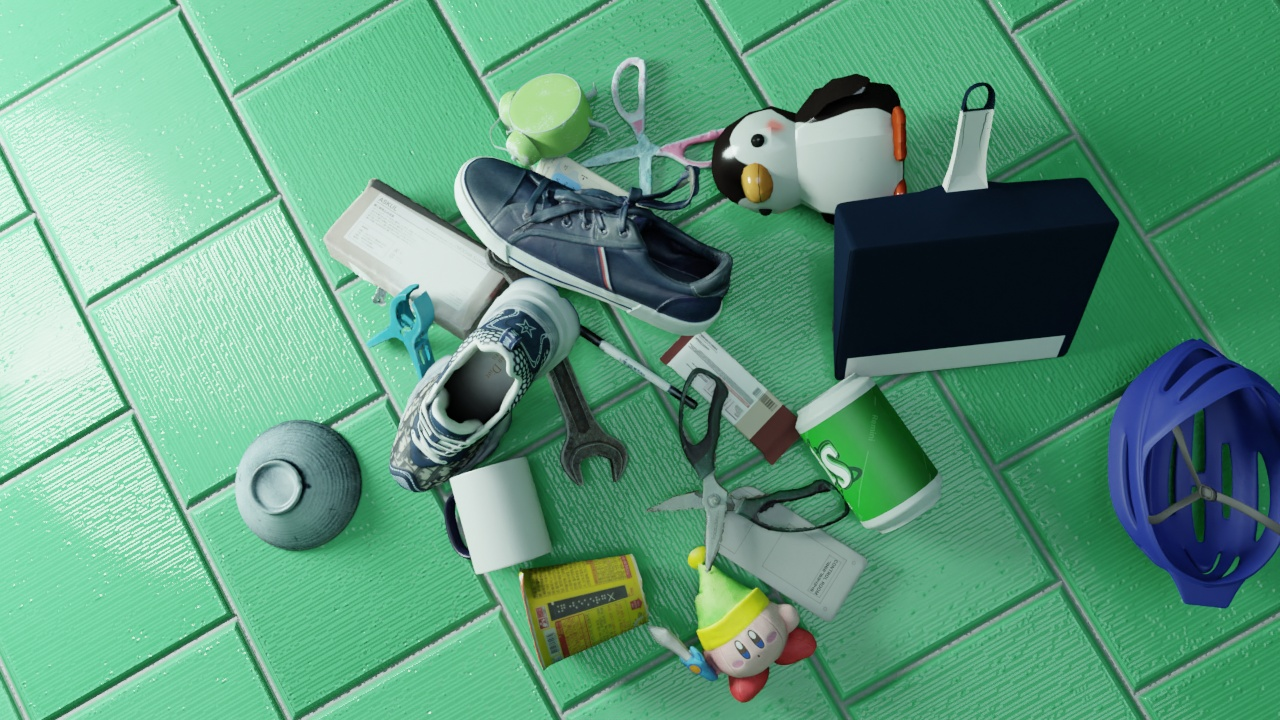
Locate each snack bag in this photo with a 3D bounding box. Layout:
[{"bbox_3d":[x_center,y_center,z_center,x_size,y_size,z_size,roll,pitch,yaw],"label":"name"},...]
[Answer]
[{"bbox_3d":[0.095,0.033,0.934,0.158,0.013,0.057,43,88,6],"label":"snack bag"}]

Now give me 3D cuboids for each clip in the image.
[{"bbox_3d":[-0.238,-0.036,0.920,0.097,0.116,0.026,33,49,5],"label":"clip"}]

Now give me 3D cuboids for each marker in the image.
[{"bbox_3d":[-0.006,0.006,0.945,0.152,0.011,0.011,33,88,6],"label":"marker"}]

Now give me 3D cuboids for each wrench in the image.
[{"bbox_3d":[-0.086,0.001,0.924,0.070,0.010,0.273,-23,91,-24],"label":"wrench"}]

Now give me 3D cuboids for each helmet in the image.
[{"bbox_3d":[0.515,0.096,0.791,0.148,0.228,0.241,7,86,-5],"label":"helmet"}]

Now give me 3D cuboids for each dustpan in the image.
[{"bbox_3d":[0.298,-0.113,0.846,0.236,0.274,0.080,-6,47,0],"label":"dustpan"}]

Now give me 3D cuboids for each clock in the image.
[{"bbox_3d":[-0.099,-0.250,0.946,0.119,0.042,0.094,-21,58,6],"label":"clock"}]

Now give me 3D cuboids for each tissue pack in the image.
[{"bbox_3d":[-0.229,-0.097,0.950,0.181,0.071,0.103,32,72,3],"label":"tissue pack"}]

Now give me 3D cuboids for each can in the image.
[{"bbox_3d":[0.219,0.088,0.883,0.088,0.088,0.140,-34,83,0],"label":"can"}]

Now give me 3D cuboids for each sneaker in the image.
[{"bbox_3d":[-0.170,0.044,0.859,0.103,0.132,0.270,42,116,-3],"label":"sneaker"},{"bbox_3d":[-0.039,-0.139,0.887,0.294,0.127,0.120,26,54,1],"label":"sneaker"}]

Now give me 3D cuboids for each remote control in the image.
[{"bbox_3d":[-0.051,-0.176,0.958,0.125,0.018,0.038,31,100,6],"label":"remote control"},{"bbox_3d":[0.143,0.189,0.914,0.151,0.019,0.074,32,88,5],"label":"remote control"}]

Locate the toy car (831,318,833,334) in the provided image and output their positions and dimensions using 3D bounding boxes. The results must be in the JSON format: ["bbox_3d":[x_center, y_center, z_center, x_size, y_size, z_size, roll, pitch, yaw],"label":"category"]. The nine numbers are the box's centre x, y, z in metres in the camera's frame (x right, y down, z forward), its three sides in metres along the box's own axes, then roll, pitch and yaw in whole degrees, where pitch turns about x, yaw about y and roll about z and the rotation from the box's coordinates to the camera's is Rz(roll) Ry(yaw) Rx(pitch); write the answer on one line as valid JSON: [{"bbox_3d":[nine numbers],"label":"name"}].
[{"bbox_3d":[0.236,-0.038,0.922,0.090,0.027,0.038,-18,90,4],"label":"toy car"}]

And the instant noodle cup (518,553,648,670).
[{"bbox_3d":[-0.053,0.237,0.893,0.112,0.100,0.100,-14,84,-8],"label":"instant noodle cup"}]

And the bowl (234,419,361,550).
[{"bbox_3d":[-0.361,0.128,0.937,0.137,0.057,0.137,0,85,4],"label":"bowl"}]

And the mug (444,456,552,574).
[{"bbox_3d":[-0.151,0.157,0.916,0.112,0.078,0.097,-20,83,30],"label":"mug"}]

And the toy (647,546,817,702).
[{"bbox_3d":[0.085,0.255,0.893,0.124,0.096,0.131,-37,102,6],"label":"toy"}]

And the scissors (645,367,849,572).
[{"bbox_3d":[0.109,0.110,0.906,0.205,0.015,0.201,5,79,-1],"label":"scissors"}]

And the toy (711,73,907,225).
[{"bbox_3d":[0.163,-0.206,0.906,0.184,0.159,0.139,-3,42,13],"label":"toy"}]

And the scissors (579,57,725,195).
[{"bbox_3d":[0.015,-0.240,0.965,0.170,0.013,0.177,-13,86,7],"label":"scissors"}]
